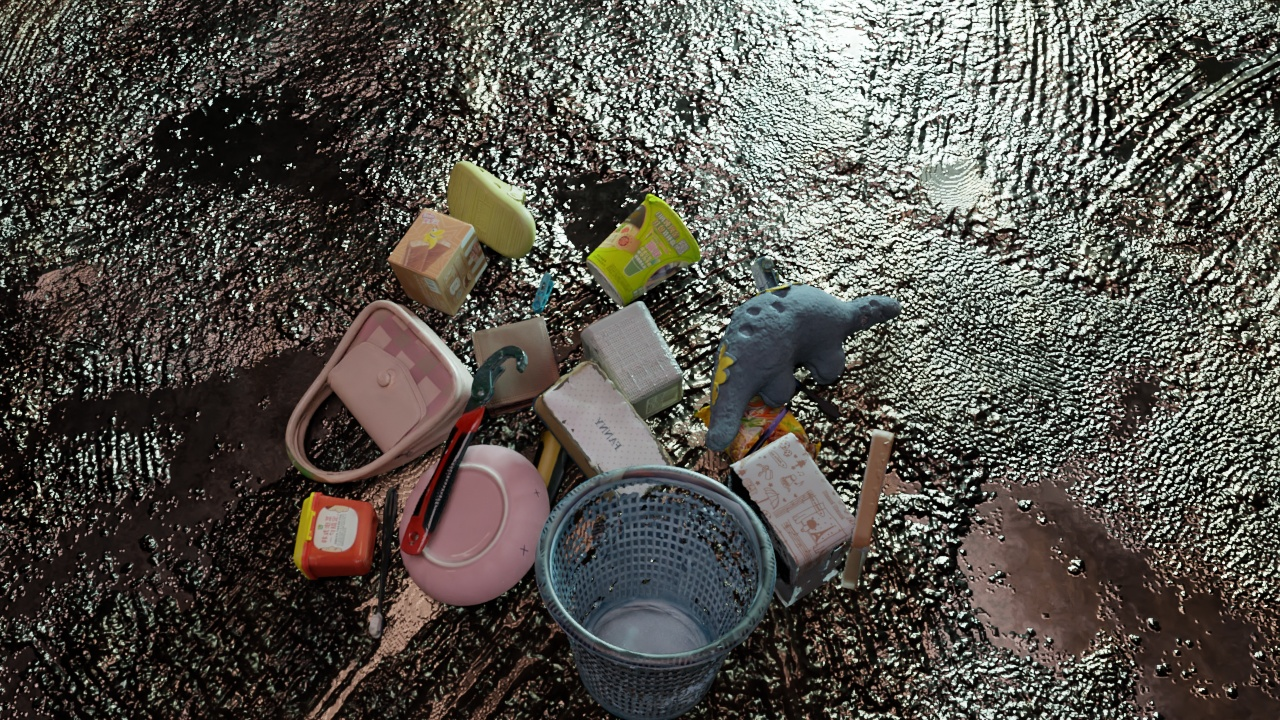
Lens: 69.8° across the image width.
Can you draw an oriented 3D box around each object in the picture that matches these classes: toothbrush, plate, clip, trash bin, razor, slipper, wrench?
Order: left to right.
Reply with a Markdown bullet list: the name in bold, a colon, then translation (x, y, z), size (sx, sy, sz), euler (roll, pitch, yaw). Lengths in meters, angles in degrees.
- **toothbrush**: translation (-0.302, 0.234, 1.079), size (0.016, 0.018, 0.180), euler (-5, 60, 5)
- **wrench**: translation (-0.209, 0.099, 1.071), size (0.056, 0.016, 0.272), euler (14, 68, 28)
- **plate**: translation (-0.200, 0.183, 1.058), size (0.193, 0.039, 0.192), euler (-9, 62, 17)
- **slipper**: translation (-0.196, -0.206, 1.277), size (0.081, 0.092, 0.190), euler (-9, 40, -46)
- **clip**: translation (-0.131, -0.089, 1.234), size (0.014, 0.040, 0.056), euler (16, 72, 13)
- **razor**: translation (-0.112, 0.118, 1.105), size (0.067, 0.062, 0.167), euler (23, 68, -19)
- **trash bin**: translation (0.010, 0.252, 0.925), size (0.226, 0.195, 0.226), euler (2, 43, -2)
- **toothbrush**: translation (0.116, 0.121, 1.065), size (0.189, 0.014, 0.017), euler (-53, 40, 7)
- **toothbrush**: translation (0.178, 0.015, 1.160), size (0.189, 0.016, 0.014), euler (40, 81, 25)

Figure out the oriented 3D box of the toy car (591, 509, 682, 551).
- **toy car**: translation (-0.003, 0.199, 1.063), size (0.105, 0.031, 0.049), euler (-10, 65, 1)

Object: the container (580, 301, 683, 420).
- **container**: translation (-0.007, 0.007, 1.136), size (0.090, 0.090, 0.114), euler (-27, 66, -10)

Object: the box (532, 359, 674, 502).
- **box**: translation (-0.048, 0.083, 1.074), size (0.089, 0.061, 0.184), euler (-36, 89, -19)

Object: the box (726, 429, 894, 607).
- **box**: translation (0.206, 0.157, 0.985), size (0.177, 0.183, 0.152), euler (-30, 64, -11)

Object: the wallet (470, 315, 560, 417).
- **wallet**: translation (-0.158, 0.005, 1.182), size (0.101, 0.032, 0.124), euler (-15, 62, -7)

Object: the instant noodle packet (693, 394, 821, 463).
- **instant noodle packet**: translation (0.142, 0.085, 1.108), size (0.110, 0.044, 0.128), euler (-27, 63, -14)

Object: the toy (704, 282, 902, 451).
- **toy**: translation (0.179, -0.022, 1.109), size (0.355, 0.092, 0.138), euler (-30, 78, -30)

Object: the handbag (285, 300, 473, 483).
- **handbag**: translation (-0.334, 0.056, 1.146), size (0.234, 0.093, 0.193), euler (-42, 66, -9)

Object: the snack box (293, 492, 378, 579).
- **snack box**: translation (-0.351, 0.205, 1.064), size (0.080, 0.082, 0.091), euler (4, 63, -5)

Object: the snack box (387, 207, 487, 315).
- **snack box**: translation (-0.269, -0.131, 1.226), size (0.077, 0.093, 0.094), euler (22, 66, 15)

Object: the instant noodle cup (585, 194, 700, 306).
- **instant noodle cup**: translation (-0.002, -0.138, 1.206), size (0.123, 0.112, 0.111), euler (-40, 66, -8)

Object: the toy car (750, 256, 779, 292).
- **toy car**: translation (0.171, -0.093, 1.200), size (0.034, 0.043, 0.090), euler (-22, 62, 8)
